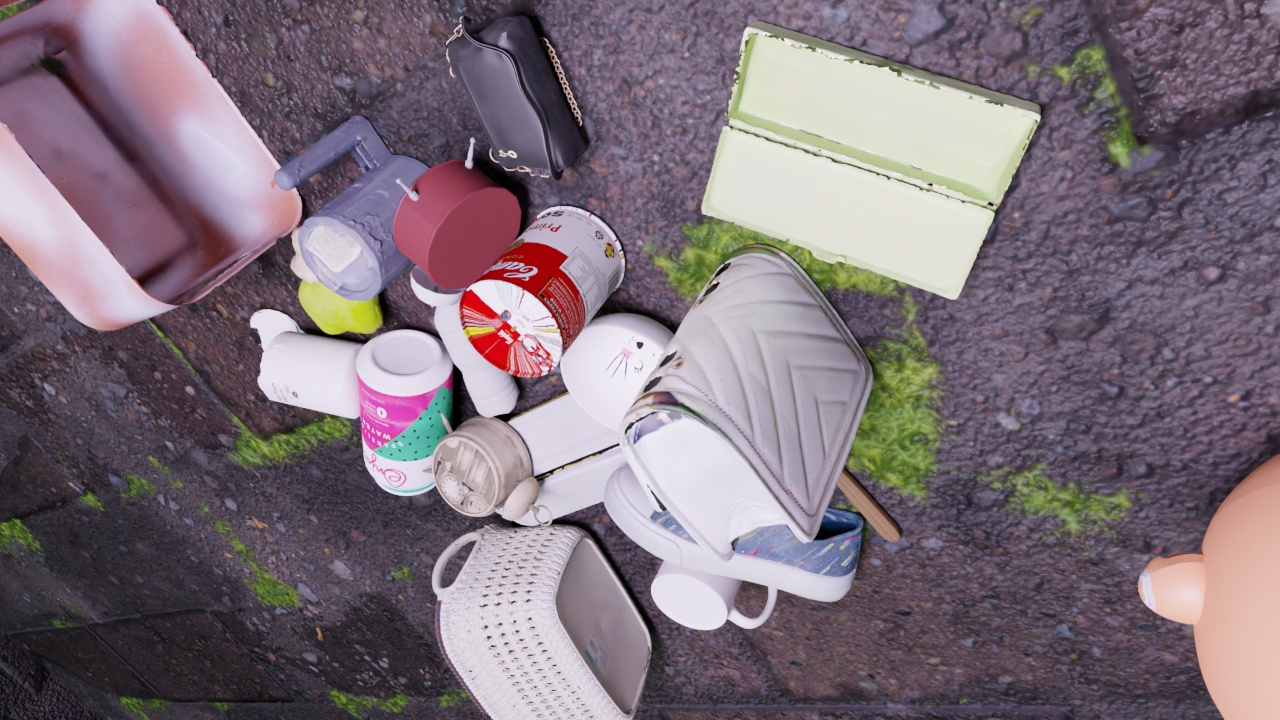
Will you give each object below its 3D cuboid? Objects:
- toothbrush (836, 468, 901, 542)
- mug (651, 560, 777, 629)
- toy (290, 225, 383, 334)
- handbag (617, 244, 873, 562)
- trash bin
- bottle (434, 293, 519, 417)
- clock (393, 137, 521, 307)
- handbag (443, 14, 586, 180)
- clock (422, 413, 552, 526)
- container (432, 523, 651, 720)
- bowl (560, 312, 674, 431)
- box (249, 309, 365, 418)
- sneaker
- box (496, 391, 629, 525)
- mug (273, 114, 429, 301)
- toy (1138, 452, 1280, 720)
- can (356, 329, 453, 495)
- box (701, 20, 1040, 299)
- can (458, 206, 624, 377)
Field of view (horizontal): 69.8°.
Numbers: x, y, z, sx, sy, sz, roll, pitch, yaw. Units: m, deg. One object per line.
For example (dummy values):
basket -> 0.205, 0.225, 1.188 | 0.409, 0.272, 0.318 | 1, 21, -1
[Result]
toothbrush -> 0.167, 0.096, 0.776 | 0.167, 0.016, 0.016 | 47, 132, -14
mug -> 0.077, 0.201, 0.858 | 0.110, 0.090, 0.074 | 29, 134, 4
toy -> -0.291, -0.076, 0.865 | 0.092, 0.043, 0.118 | 2, 124, 30
handbag -> 0.073, 0.025, 0.642 | 0.096, 0.197, 0.142 | -25, 110, 42
trash bin -> -0.457, -0.173, 0.783 | 0.158, 0.181, 0.260 | -12, 120, 37
bottle -> -0.153, -0.012, 0.841 | 0.044, 0.044, 0.136 | -1, 125, 29
clock -> -0.143, -0.098, 0.723 | 0.048, 0.096, 0.138 | 40, 151, 24
handbag -> -0.094, -0.187, 0.660 | 0.079, 0.054, 0.128 | 1, 130, 35
clock -> -0.141, 0.113, 0.865 | 0.141, 0.054, 0.093 | 33, 119, 18
container -> -0.095, 0.289, 0.970 | 0.143, 0.184, 0.252 | -15, 117, 27
bowl -> -0.005, 0.004, 0.769 | 0.115, 0.050, 0.115 | 15, 132, 17
box -> -0.348, 0.006, 0.942 | 0.165, 0.094, 0.084 | 10, 134, 10
sneaker -> 0.084, 0.137, 0.801 | 0.235, 0.087, 0.079 | 19, 122, 1
box -> -0.076, 0.098, 0.882 | 0.210, 0.045, 0.128 | -25, 114, 32
mug -> -0.226, -0.124, 0.747 | 0.084, 0.103, 0.124 | -14, 119, 37
toy -> 0.447, 0.145, 0.502 | 0.281, 0.262, 0.265 | 1, 86, 50
can -> -0.230, 0.053, 0.905 | 0.088, 0.088, 0.166 | 22, 133, 11
box -> 0.140, -0.127, 0.595 | 0.187, 0.029, 0.139 | 20, 127, 13
can -> -0.074, -0.055, 0.711 | 0.087, 0.116, 0.087 | 15, 132, 17
